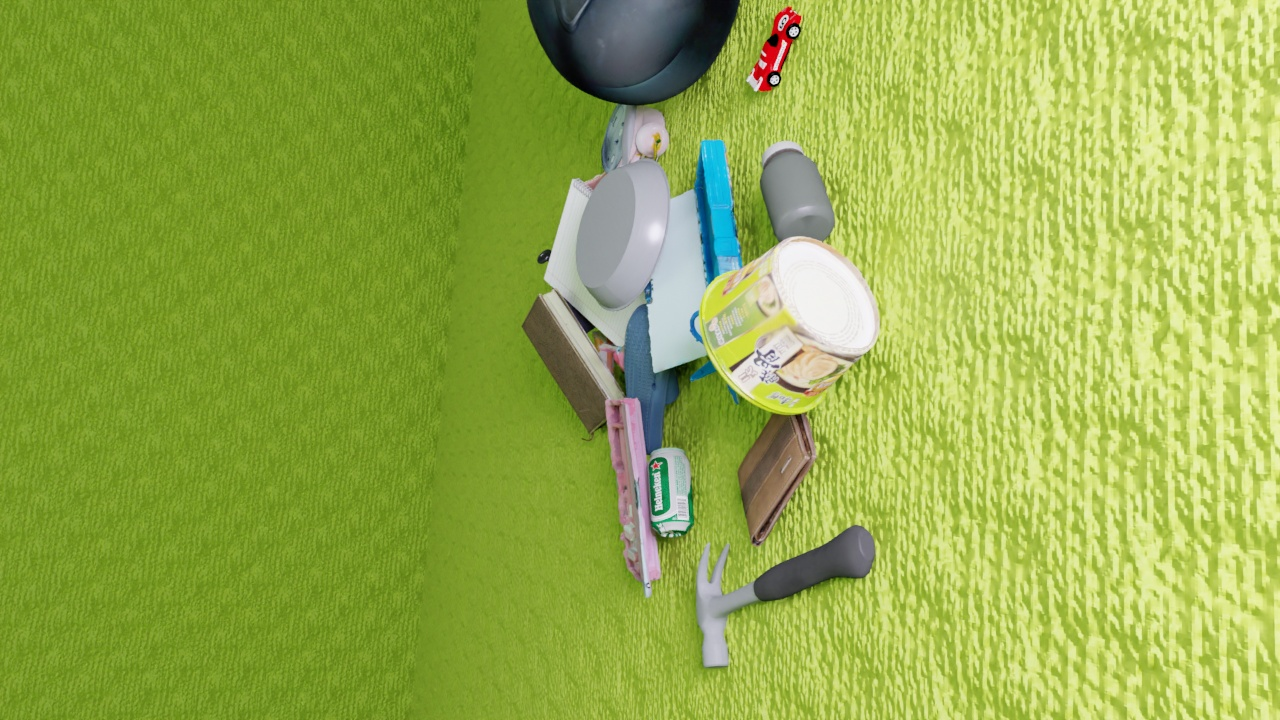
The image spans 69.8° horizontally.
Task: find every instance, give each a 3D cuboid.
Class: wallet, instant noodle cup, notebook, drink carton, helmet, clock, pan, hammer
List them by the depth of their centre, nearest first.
[{"bbox_3d":[0.134,-0.035,0.803,0.098,0.146,0.146,-41,45,46],"label":"instant noodle cup"},{"bbox_3d":[0.129,0.213,0.888,0.312,0.029,0.124,132,140,-56],"label":"hammer"},{"bbox_3d":[0.131,0.105,0.894,0.098,0.027,0.121,-92,24,-56],"label":"wallet"},{"bbox_3d":[0.010,-0.474,1.134,0.236,0.248,0.317,35,114,34],"label":"helmet"},{"bbox_3d":[-0.026,-0.236,1.209,0.201,0.050,0.356,-30,54,53],"label":"pan"},{"bbox_3d":[-0.042,-0.124,1.307,0.245,0.013,0.178,42,130,29],"label":"notebook"},{"bbox_3d":[-0.006,-0.320,1.364,0.157,0.058,0.117,-108,36,-48],"label":"clock"},{"bbox_3d":[-0.110,0.013,1.426,0.215,0.034,0.191,57,153,6],"label":"notebook"},{"bbox_3d":[-0.057,0.015,1.444,0.069,0.038,0.122,-179,89,-69],"label":"drink carton"}]

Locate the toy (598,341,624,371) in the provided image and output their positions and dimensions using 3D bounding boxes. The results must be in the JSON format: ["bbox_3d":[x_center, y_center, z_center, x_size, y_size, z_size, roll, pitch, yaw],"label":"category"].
[{"bbox_3d":[-0.008,0.007,1.275,0.065,0.050,0.102,22,149,54],"label":"toy"}]

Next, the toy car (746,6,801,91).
[{"bbox_3d":[0.149,-0.344,1.015,0.038,0.025,0.090,-109,33,-50],"label":"toy car"}]

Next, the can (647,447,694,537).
[{"bbox_3d":[0.036,0.160,1.112,0.053,0.053,0.101,132,140,-57],"label":"can"}]

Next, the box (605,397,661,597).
[{"bbox_3d":[-0.004,0.163,1.145,0.179,0.039,0.232,-178,82,-81],"label":"box"}]

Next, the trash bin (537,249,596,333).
[{"bbox_3d":[-0.097,-0.124,1.474,0.092,0.094,0.160,-35,35,15],"label":"trash bin"}]

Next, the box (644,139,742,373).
[{"bbox_3d":[0.073,-0.117,1.090,0.171,0.071,0.243,-41,45,48],"label":"box"}]

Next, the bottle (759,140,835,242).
[{"bbox_3d":[0.151,-0.164,0.903,0.060,0.060,0.108,120,150,-46],"label":"bottle"}]

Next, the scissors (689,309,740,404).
[{"bbox_3d":[0.096,-0.003,0.995,0.127,0.015,0.125,5,129,36],"label":"scissors"}]

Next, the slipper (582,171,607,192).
[{"bbox_3d":[-0.074,-0.254,1.504,0.198,0.081,0.093,130,141,-52],"label":"slipper"}]

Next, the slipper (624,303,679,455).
[{"bbox_3d":[0.020,0.029,1.198,0.104,0.059,0.214,-131,36,-53],"label":"slipper"}]
